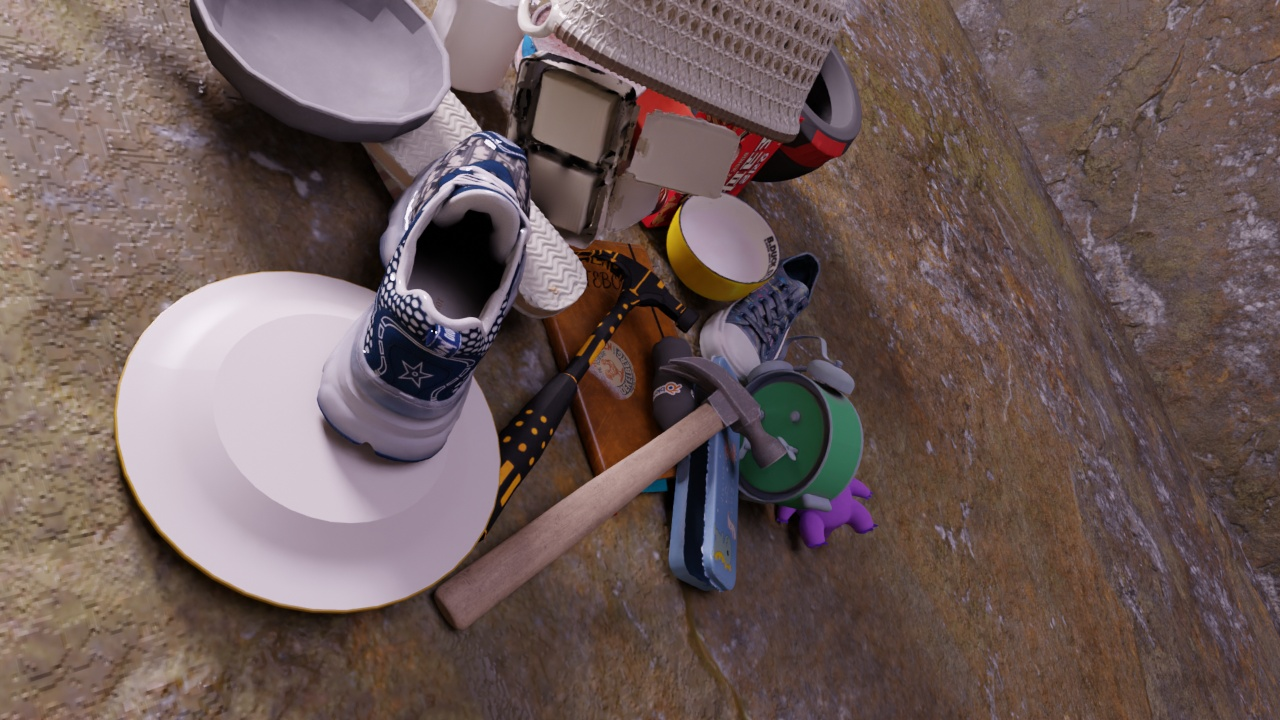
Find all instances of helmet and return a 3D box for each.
[{"bbox_3d":[0.143,-0.309,1.082,0.164,0.170,0.264,13,59,-35],"label":"helmet"}]

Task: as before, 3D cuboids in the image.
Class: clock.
[{"bbox_3d":[0.140,0.054,0.850,0.075,0.122,0.161,19,76,-42],"label":"clock"}]

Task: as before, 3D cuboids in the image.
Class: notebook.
[{"bbox_3d":[-0.007,0.003,0.820,0.178,0.014,0.249,-1,66,-50],"label":"notebook"}]

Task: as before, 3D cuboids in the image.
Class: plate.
[{"bbox_3d":[-0.184,0.037,0.551,0.229,0.021,0.229,22,47,-26],"label":"plate"}]

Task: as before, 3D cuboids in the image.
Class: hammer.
[{"bbox_3d":[-0.059,0.015,0.709,0.123,0.036,0.319,36,45,-1],"label":"hammer"},{"bbox_3d":[-0.018,0.096,0.687,0.330,0.031,0.119,-32,85,-39],"label":"hammer"}]

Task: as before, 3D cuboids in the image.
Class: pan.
[{"bbox_3d":[-0.300,-0.252,0.611,0.357,0.041,0.178,23,46,-24],"label":"pan"}]

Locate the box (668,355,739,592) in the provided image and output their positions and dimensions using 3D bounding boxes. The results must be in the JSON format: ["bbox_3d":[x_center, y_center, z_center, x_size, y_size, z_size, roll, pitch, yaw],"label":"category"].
[{"bbox_3d":[0.069,0.093,0.792,0.066,0.049,0.209,34,50,-37],"label":"box"}]

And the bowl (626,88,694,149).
[{"bbox_3d":[0.022,-0.251,1.014,0.122,0.035,0.121,29,46,-34],"label":"bowl"}]

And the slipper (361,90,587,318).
[{"bbox_3d":[-0.145,-0.137,0.722,0.263,0.052,0.114,50,40,1],"label":"slipper"}]

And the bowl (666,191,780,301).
[{"bbox_3d":[0.076,-0.108,0.938,0.117,0.068,0.117,14,54,-20],"label":"bowl"}]

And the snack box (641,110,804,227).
[{"bbox_3d":[0.078,-0.206,0.945,0.036,0.152,0.132,53,35,15],"label":"snack box"}]

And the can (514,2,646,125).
[{"bbox_3d":[-0.057,-0.295,0.918,0.130,0.044,0.129,16,54,-23],"label":"can"}]

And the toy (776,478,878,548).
[{"bbox_3d":[0.178,0.137,0.906,0.106,0.056,0.088,-13,75,-16],"label":"toy"}]

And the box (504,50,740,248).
[{"bbox_3d":[-0.026,-0.171,0.771,0.185,0.146,0.095,14,37,-9],"label":"box"}]

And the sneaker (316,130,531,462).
[{"bbox_3d":[-0.107,-0.073,0.577,0.103,0.133,0.268,28,46,-18],"label":"sneaker"}]

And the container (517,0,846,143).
[{"bbox_3d":[0.041,-0.285,0.742,0.246,0.143,0.184,14,33,-30],"label":"container"}]

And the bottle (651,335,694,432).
[{"bbox_3d":[0.029,0.031,0.795,0.036,0.036,0.109,27,47,-35],"label":"bottle"}]

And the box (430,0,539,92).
[{"bbox_3d":[-0.138,-0.304,0.766,0.112,0.163,0.084,0,57,-36],"label":"box"}]

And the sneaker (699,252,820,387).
[{"bbox_3d":[0.138,-0.046,0.969,0.087,0.079,0.234,52,37,-9],"label":"sneaker"}]
